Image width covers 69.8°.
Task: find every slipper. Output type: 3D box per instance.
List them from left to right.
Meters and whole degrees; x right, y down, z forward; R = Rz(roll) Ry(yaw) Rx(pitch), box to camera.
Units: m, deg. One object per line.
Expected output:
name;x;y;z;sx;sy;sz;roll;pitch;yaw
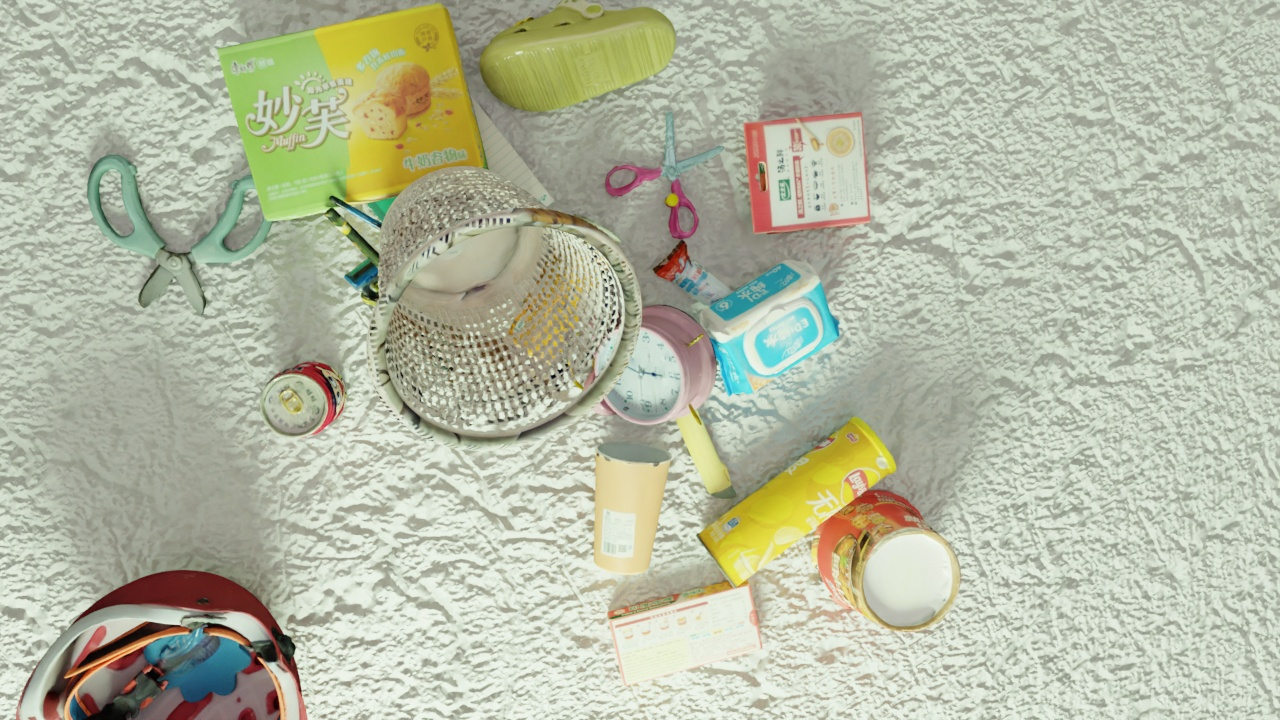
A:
slipper;-0.062;-0.306;0.894;0.190;0.092;0.081;-12;57;3

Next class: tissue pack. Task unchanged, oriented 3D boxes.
tissue pack;0.131;-0.032;0.935;0.140;0.063;0.090;-31;121;-5

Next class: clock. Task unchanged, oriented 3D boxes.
clock;-0.005;0.005;0.915;0.159;0.059;0.117;8;110;29

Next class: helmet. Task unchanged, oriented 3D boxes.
helmet;-0.426;0.299;0.866;0.207;0.144;0.240;-37;113;-3

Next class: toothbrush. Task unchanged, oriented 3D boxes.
toothbrush;-0.236;-0.075;0.882;0.017;0.012;0.186;-35;124;8
toothbrush;-0.215;-0.106;0.879;0.189;0.014;0.016;30;108;-37

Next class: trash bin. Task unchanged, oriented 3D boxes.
trash bin;-0.138;-0.066;0.802;0.227;0.192;0.228;-14;129;-18

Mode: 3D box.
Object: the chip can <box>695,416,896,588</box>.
chip can;0.163;0.148;0.965;0.213;0.072;0.072;-36;99;-2

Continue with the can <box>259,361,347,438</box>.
can;-0.321;0.037;0.876;0.066;0.094;0.066;-1;95;-8

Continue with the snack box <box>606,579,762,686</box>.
snack box;0.048;0.290;0.984;0.155;0.027;0.077;-13;97;-6

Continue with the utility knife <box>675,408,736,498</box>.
utility knife;0.050;0.055;0.966;0.031;0.022;0.213;-25;105;-6

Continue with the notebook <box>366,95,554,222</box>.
notebook;-0.209;-0.196;0.912;0.150;0.012;0.209;-39;99;-1

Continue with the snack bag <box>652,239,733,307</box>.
snack bag;0.065;-0.077;0.952;0.104;0.026;0.048;41;98;-10

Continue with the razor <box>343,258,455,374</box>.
razor;-0.236;-0.038;0.918;0.143;0.022;0.042;49;44;-12

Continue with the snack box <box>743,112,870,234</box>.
snack box;0.166;-0.191;0.945;0.127;0.044;0.113;-7;97;-8

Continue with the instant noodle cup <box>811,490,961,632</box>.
instant noodle cup;0.263;0.214;0.965;0.138;0.108;0.138;-1;95;-8

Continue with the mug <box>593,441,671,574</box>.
mug;-0.013;0.152;0.941;0.078;0.078;0.123;5;99;-8

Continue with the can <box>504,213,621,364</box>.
can;-0.077;-0.070;0.917;0.058;0.058;0.146;29;91;-9

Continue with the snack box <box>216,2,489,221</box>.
snack box;-0.263;-0.228;0.858;0.210;0.070;0.158;-14;100;-5

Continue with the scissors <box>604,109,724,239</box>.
scissors;0.024;-0.191;0.942;0.135;0.017;0.133;-3;91;-6

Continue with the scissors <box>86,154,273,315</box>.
scissors;-0.451;-0.138;0.881;0.179;0.019;0.170;42;90;-10
